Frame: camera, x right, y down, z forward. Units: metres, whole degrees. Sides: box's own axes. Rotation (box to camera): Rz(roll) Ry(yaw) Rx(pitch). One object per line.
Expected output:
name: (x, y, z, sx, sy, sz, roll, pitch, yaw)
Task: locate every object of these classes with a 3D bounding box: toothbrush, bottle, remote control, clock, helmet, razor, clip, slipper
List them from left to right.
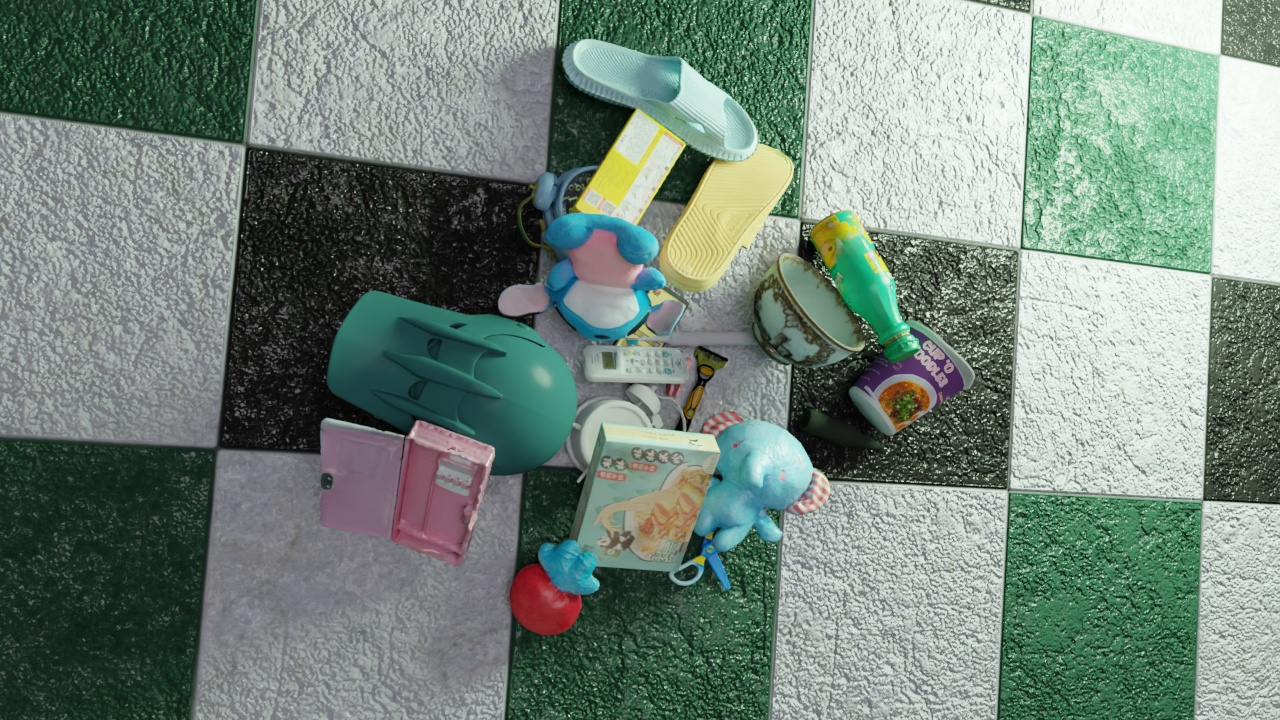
helmet: (-0.202, 0.027, 1.027, 0.274, 0.200, 0.176, 22, 82, -14)
clock: (-0.076, -0.183, 1.142, 0.162, 0.060, 0.118, -19, 94, -18)
clock: (-0.019, 0.093, 1.153, 0.159, 0.061, 0.120, -14, 95, -20)
remote control: (-0.007, 0.007, 1.154, 0.133, 0.022, 0.050, 2, 56, -13)
remote control: (0.007, -0.034, 1.184, 0.058, 0.013, 0.133, 33, 80, -12)
slipper: (0.033, -0.343, 1.159, 0.276, 0.070, 0.115, 21, 53, -11)
clip: (0.052, 0.019, 1.193, 0.045, 0.023, 0.059, -8, 85, -14)
toothbrush: (0.068, -0.028, 1.187, 0.187, 0.018, 0.019, -1, 87, -22)
razor: (0.069, 0.055, 1.197, 0.044, 0.021, 0.144, 24, 84, -13)
slipper: (0.103, -0.181, 1.179, 0.099, 0.079, 0.262, 32, 60, 3)
bottle: (0.275, 0.100, 1.245, 0.123, 0.033, 0.033, 21, 83, -14)
bottle: (0.297, -0.095, 1.202, 0.068, 0.068, 0.209, -19, 71, -15)

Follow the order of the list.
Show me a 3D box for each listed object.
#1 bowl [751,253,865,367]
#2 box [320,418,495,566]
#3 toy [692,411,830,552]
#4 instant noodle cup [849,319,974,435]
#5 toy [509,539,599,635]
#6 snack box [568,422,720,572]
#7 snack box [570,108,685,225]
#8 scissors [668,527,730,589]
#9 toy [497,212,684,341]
bowl: (0.202, -0.049, 1.186, 0.160, 0.159, 0.094, 42, 118, -10)
box: (-0.260, 0.140, 1.006, 0.179, 0.233, 0.039, 18, 49, -7)
toy: (0.135, 0.153, 1.157, 0.183, 0.115, 0.180, 37, 66, 14)
instant noodle cup: (0.356, 0.033, 1.226, 0.122, 0.137, 0.122, -40, 113, -4)
toy: (-0.104, 0.273, 1.109, 0.092, 0.062, 0.133, 33, 102, -11)
snack box: (0.000, 0.170, 1.114, 0.141, 0.044, 0.194, 8, 120, -16)
snack box: (-0.014, -0.223, 1.117, 0.075, 0.025, 0.152, 34, 78, -14)
scissors: (0.088, 0.245, 1.198, 0.126, 0.013, 0.125, -27, 94, -10)
toy: (-0.057, -0.097, 1.091, 0.224, 0.192, 0.098, 8, 52, 4)
